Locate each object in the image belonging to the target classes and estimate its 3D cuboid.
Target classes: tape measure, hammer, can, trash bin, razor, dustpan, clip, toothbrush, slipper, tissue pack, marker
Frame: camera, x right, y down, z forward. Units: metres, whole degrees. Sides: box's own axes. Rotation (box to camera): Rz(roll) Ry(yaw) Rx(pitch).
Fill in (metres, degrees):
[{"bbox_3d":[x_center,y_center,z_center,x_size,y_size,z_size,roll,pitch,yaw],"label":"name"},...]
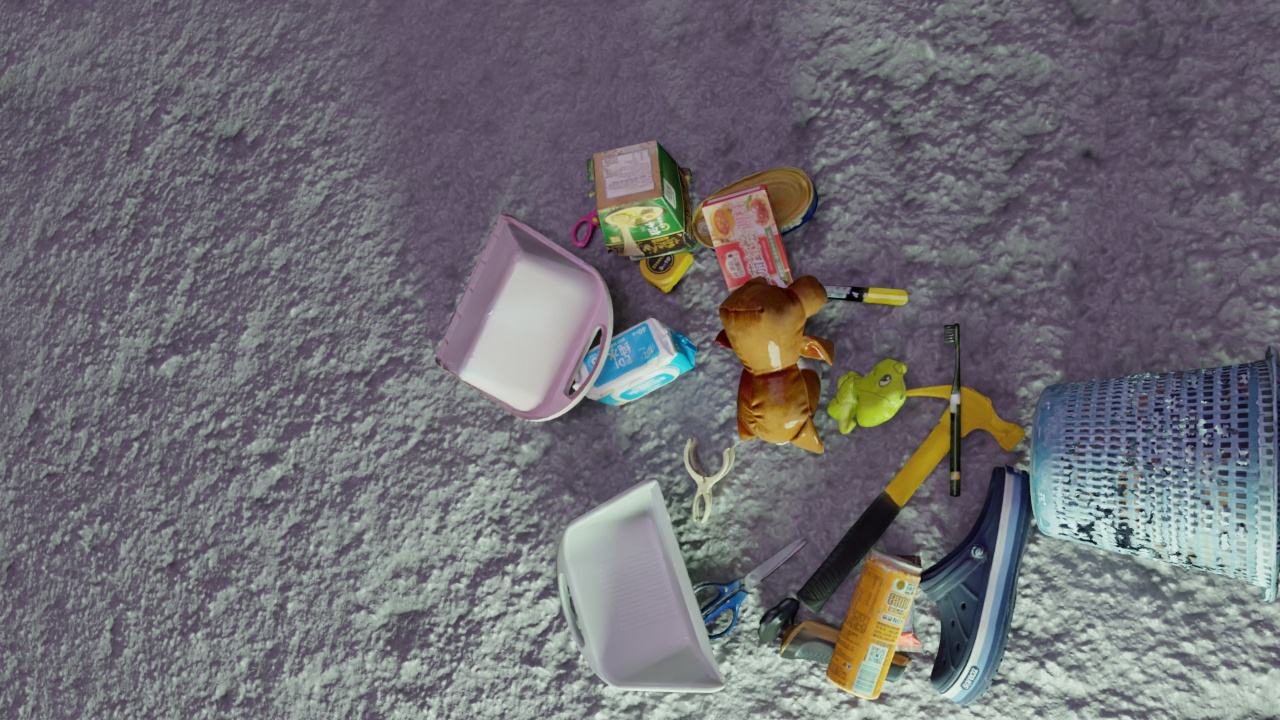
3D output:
[{"bbox_3d":[0.029,-0.116,1.130,0.057,0.029,0.060,34,82,23],"label":"tape measure"},{"bbox_3d":[0.276,0.153,1.008,0.129,0.033,0.301,39,96,20],"label":"hammer"},{"bbox_3d":[0.245,0.275,0.962,0.058,0.058,0.146,20,89,20],"label":"can"},{"bbox_3d":[0.482,0.098,0.864,0.195,0.226,0.226,1,86,33],"label":"trash bin"},{"bbox_3d":[0.214,0.313,1.019,0.167,0.062,0.067,15,59,15],"label":"razor"},{"bbox_3d":[-0.022,0.268,1.033,0.142,0.258,0.222,-17,79,-6],"label":"dustpan"},{"bbox_3d":[0.136,-0.176,1.085,0.148,0.049,0.074,-22,78,17],"label":"can"},{"bbox_3d":[-0.142,-0.042,1.144,0.138,0.273,0.223,24,99,-21],"label":"dustpan"},{"bbox_3d":[0.088,0.136,1.085,0.096,0.035,0.101,-18,84,19],"label":"clip"},{"bbox_3d":[0.333,0.052,0.980,0.017,0.012,0.185,-1,82,24],"label":"toothbrush"},{"bbox_3d":[0.339,0.228,0.947,0.095,0.105,0.253,15,91,20],"label":"slipper"},{"bbox_3d":[-0.007,0.006,1.100,0.140,0.090,0.063,-27,72,16],"label":"tissue pack"},{"bbox_3d":[0.245,-0.076,1.057,0.124,0.015,0.018,6,87,23],"label":"marker"}]

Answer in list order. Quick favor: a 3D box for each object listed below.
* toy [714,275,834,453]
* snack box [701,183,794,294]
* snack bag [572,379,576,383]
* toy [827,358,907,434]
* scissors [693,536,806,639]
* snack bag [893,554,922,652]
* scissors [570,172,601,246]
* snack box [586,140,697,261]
[{"bbox_3d":[0.153,0.005,1.026,0.140,0.130,0.199,8,108,53],"label":"toy"},{"bbox_3d":[0.128,-0.120,1.054,0.075,0.025,0.153,-13,115,17],"label":"snack box"},{"bbox_3d":[-0.125,0.032,1.176,0.105,0.026,0.045,-32,79,17],"label":"snack bag"},{"bbox_3d":[0.253,0.041,1.016,0.100,0.031,0.096,24,92,58],"label":"toy"},{"bbox_3d":[0.132,0.269,1.070,0.175,0.012,0.105,-17,78,17],"label":"scissors"},{"bbox_3d":[0.283,0.264,0.999,0.048,0.026,0.104,-2,66,16],"label":"snack bag"},{"bbox_3d":[-0.037,-0.198,1.170,0.125,0.017,0.133,27,91,22],"label":"scissors"},{"bbox_3d":[0.000,-0.195,1.091,0.118,0.105,0.118,-10,71,11],"label":"snack box"}]
